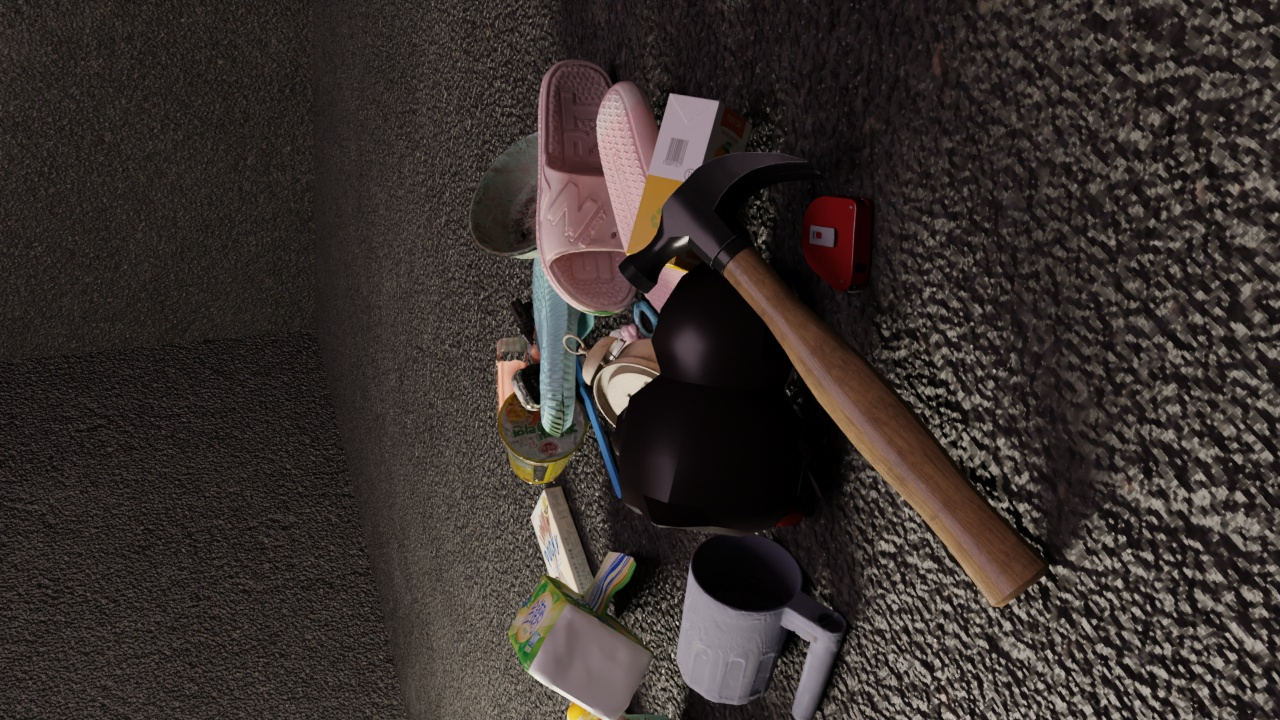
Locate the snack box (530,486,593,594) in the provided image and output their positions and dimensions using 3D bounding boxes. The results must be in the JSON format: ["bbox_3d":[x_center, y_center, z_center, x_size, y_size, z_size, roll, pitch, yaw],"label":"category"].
[{"bbox_3d":[-0.095,0.239,1.133,0.150,0.026,0.082,66,151,28],"label":"snack box"}]

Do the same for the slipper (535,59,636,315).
[{"bbox_3d":[-0.046,-0.161,0.835,0.064,0.094,0.239,170,95,-70],"label":"slipper"}]

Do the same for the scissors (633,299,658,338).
[{"bbox_3d":[0.027,-0.036,0.809,0.140,0.013,0.113,-126,34,-49],"label":"scissors"}]

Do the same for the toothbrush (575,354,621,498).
[{"bbox_3d":[-0.044,0.070,0.996,0.016,0.014,0.166,-48,59,59],"label":"toothbrush"}]

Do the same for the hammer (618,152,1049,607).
[{"bbox_3d":[0.117,0.003,0.532,0.132,0.040,0.305,-45,66,18],"label":"hammer"}]

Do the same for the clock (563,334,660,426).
[{"bbox_3d":[-0.003,0.014,0.778,0.141,0.054,0.093,31,140,5],"label":"clock"}]

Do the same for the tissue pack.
[{"bbox_3d":[-0.050,0.261,0.941,0.141,0.120,0.198,-58,15,-11],"label":"tissue pack"}]

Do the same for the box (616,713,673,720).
[{"bbox_3d":[0.056,0.416,0.825,0.214,0.062,0.140,47,172,51],"label":"box"}]

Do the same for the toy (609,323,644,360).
[{"bbox_3d":[-0.005,0.005,0.856,0.076,0.037,0.126,58,157,27],"label":"toy"}]

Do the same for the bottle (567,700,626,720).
[{"bbox_3d":[-0.038,0.422,1.026,0.109,0.063,0.063,53,142,42],"label":"bottle"}]

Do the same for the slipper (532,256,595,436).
[{"bbox_3d":[-0.075,-0.049,0.955,0.116,0.069,0.275,114,154,-55],"label":"slipper"}]

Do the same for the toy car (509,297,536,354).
[{"bbox_3d":[-0.127,-0.033,1.075,0.040,0.037,0.092,57,178,40],"label":"toy car"}]

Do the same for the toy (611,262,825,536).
[{"bbox_3d":[0.051,0.022,0.633,0.159,0.140,0.184,9,96,26],"label":"toy"}]

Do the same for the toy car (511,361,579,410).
[{"bbox_3d":[-0.104,0.026,1.002,0.041,0.112,0.048,-29,87,26],"label":"toy car"}]

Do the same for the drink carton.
[{"bbox_3d":[0.036,-0.127,0.659,0.040,0.058,0.122,18,96,29],"label":"drink carton"}]

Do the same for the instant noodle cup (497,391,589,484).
[{"bbox_3d":[-0.115,0.093,1.066,0.108,0.102,0.102,108,146,-60],"label":"instant noodle cup"}]

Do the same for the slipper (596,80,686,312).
[{"bbox_3d":[0.018,-0.123,0.754,0.107,0.055,0.221,-32,78,65],"label":"slipper"}]

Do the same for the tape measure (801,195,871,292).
[{"bbox_3d":[0.123,-0.075,0.586,0.051,0.019,0.059,25,119,59],"label":"tape measure"}]

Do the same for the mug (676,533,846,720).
[{"bbox_3d":[0.088,0.205,0.691,0.124,0.083,0.104,27,126,29],"label":"mug"}]

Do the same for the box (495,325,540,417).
[{"bbox_3d":[-0.140,0.026,1.076,0.055,0.076,0.187,34,146,17],"label":"box"}]

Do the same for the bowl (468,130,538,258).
[{"bbox_3d":[-0.101,-0.163,0.932,0.158,0.038,0.157,-16,57,25],"label":"bowl"}]
